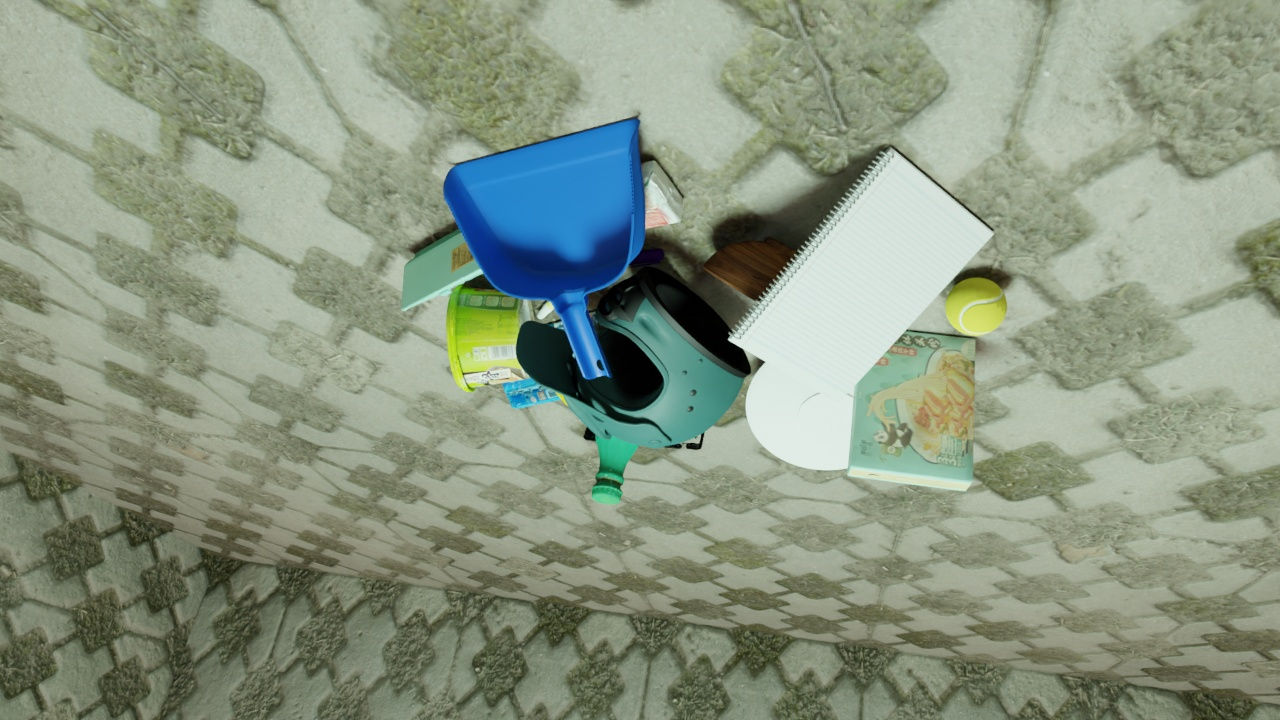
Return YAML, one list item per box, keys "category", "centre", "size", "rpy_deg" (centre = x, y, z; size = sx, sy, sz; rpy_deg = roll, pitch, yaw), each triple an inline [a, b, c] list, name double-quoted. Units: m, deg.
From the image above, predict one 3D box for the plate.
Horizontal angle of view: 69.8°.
- category: "plate"
  centre: [0.260, 0.071, 1.258]
  size: [0.229, 0.030, 0.230]
  rpy_deg: [4, 124, 5]

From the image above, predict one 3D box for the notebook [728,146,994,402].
- category: "notebook"
  centre: [0.229, -0.078, 0.953]
  size: [0.177, 0.013, 0.246]
  rpy_deg: [28, 112, -30]

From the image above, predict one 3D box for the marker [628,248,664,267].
- category: "marker"
  centre: [-0.031, -0.120, 1.121]
  size: [0.134, 0.018, 0.015]
  rpy_deg: [-5, 169, 29]

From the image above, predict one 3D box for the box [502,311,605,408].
- category: "box"
  centre: [-0.104, -0.010, 1.346]
  size: [0.244, 0.093, 0.115]
  rpy_deg: [-14, 104, 39]

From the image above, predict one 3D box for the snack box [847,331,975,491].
- category: "snack box"
  centre: [0.337, 0.058, 1.138]
  size: [0.141, 0.193, 0.044]
  rpy_deg: [7, 156, 9]

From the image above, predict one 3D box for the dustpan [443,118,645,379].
- category: "dustpan"
  centre: [-0.075, -0.101, 0.983]
  size: [0.246, 0.059, 0.258]
  rpy_deg: [-6, 117, 30]

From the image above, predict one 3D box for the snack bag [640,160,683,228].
- category: "snack bag"
  centre: [-0.018, -0.172, 0.992]
  size: [0.116, 0.036, 0.077]
  rpy_deg: [-6, 148, 31]

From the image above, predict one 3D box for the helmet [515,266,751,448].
- category: "helmet"
  centre: [-0.006, 0.007, 1.138]
  size: [0.201, 0.176, 0.274]
  rpy_deg: [-39, 136, 19]

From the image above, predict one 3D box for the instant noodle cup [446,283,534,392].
- category: "instant noodle cup"
  centre: [-0.196, -0.032, 1.232]
  size: [0.098, 0.146, 0.146]
  rpy_deg: [-4, 153, 2]

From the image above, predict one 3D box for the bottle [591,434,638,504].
- category: "bottle"
  centre: [-0.032, 0.108, 1.358]
  size: [0.068, 0.209, 0.068]
  rpy_deg: [9, 154, 4]

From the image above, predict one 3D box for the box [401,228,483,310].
- category: "box"
  centre: [-0.220, -0.109, 1.132]
  size: [0.189, 0.092, 0.077]
  rpy_deg: [-16, 142, 42]

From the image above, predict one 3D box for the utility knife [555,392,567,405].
- category: "utility knife"
  centre: [-0.147, -0.003, 1.304]
  size: [0.172, 0.020, 0.029]
  rpy_deg: [47, 131, 1]

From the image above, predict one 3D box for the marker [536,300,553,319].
- category: "marker"
  centre: [-0.110, -0.085, 1.225]
  size: [0.014, 0.014, 0.133]
  rpy_deg: [21, 152, -20]

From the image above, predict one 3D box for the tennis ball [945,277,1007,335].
- category: "tennis ball"
  centre: [0.377, -0.061, 1.032]
  size: [0.065, 0.065, 0.065]
  rpy_deg: [9, 154, 4]

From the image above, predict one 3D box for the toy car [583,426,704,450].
- category: "toy car"
  centre: [0.008, 0.081, 1.451]
  size: [0.192, 0.093, 0.071]
  rpy_deg: [6, 132, 11]

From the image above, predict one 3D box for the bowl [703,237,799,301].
- category: "bowl"
  centre: [0.150, -0.095, 1.026]
  size: [0.147, 0.069, 0.147]
  rpy_deg: [31, -172, -5]
